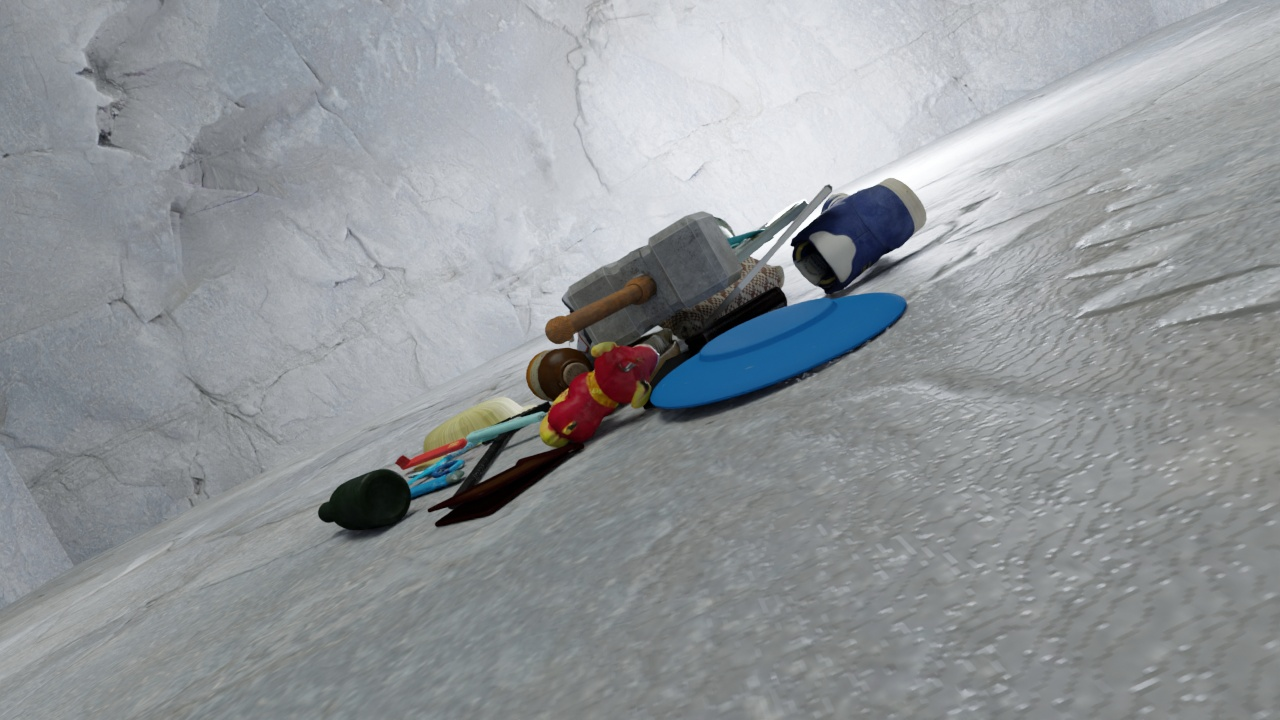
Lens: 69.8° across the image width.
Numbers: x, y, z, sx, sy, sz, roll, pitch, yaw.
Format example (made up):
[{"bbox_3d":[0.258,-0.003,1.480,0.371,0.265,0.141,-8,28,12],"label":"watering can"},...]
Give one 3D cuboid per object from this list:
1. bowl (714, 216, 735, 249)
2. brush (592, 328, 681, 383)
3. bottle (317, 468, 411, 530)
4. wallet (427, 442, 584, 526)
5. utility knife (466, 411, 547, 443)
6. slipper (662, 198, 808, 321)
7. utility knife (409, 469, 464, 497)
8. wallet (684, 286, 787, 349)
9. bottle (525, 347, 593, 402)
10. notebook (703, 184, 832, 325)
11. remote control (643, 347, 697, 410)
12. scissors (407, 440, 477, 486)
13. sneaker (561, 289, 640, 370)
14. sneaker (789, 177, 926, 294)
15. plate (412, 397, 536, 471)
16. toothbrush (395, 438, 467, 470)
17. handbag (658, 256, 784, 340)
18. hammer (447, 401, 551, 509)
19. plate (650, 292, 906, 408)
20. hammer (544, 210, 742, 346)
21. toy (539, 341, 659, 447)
[{"bbox_3d":[0.089,-0.123,1.294,0.157,0.158,0.038,-29,44,-24],"label":"bowl"},{"bbox_3d":[-0.006,0.006,0.983,0.059,0.043,0.194,-23,7,30],"label":"brush"},{"bbox_3d":[-0.297,0.150,0.949,0.055,0.055,0.175,-32,8,-39],"label":"bottle"},{"bbox_3d":[-0.115,0.103,0.788,0.092,0.018,0.115,-20,7,44],"label":"wallet"},{"bbox_3d":[-0.122,0.066,0.995,0.166,0.015,0.022,-17,10,27],"label":"utility knife"},{"bbox_3d":[0.092,-0.126,1.078,0.268,0.055,0.098,-37,7,-16],"label":"slipper"},{"bbox_3d":[-0.268,0.150,1.008,0.222,0.015,0.031,-23,3,34],"label":"utility knife"},{"bbox_3d":[0.102,-0.041,1.005,0.099,0.031,0.120,-28,1,-8],"label":"wallet"},{"bbox_3d":[-0.094,0.018,1.117,0.067,0.068,0.157,-28,7,-15],"label":"bottle"},{"bbox_3d":[0.134,-0.108,1.007,0.142,0.009,0.210,-48,-2,-9],"label":"notebook"},{"bbox_3d":[0.031,0.016,0.898,0.034,0.013,0.149,-24,8,16],"label":"remote control"},{"bbox_3d":[-0.235,0.124,1.086,0.133,0.011,0.140,-31,10,-32],"label":"scissors"},{"bbox_3d":[-0.051,-0.042,1.170,0.088,0.124,0.240,-28,7,-12],"label":"sneaker"},{"bbox_3d":[0.214,-0.123,1.014,0.118,0.091,0.233,-38,7,-6],"label":"sneaker"},{"bbox_3d":[-0.230,0.088,1.233,0.184,0.036,0.184,-26,7,3],"label":"plate"},{"bbox_3d":[-0.264,0.115,1.139,0.213,0.018,0.012,-22,34,54],"label":"toothbrush"},{"bbox_3d":[0.081,-0.087,1.176,0.185,0.047,0.124,-30,43,-30],"label":"handbag"},{"bbox_3d":[-0.155,0.099,0.974,0.095,0.015,0.324,-25,8,5],"label":"hammer"},{"bbox_3d":[0.108,-0.019,0.766,0.224,0.024,0.224,-23,9,4],"label":"plate"},{"bbox_3d":[-0.020,-0.056,0.861,0.163,0.083,0.317,-29,3,22],"label":"hammer"},{"bbox_3d":[-0.046,0.035,0.833,0.138,0.067,0.105,-37,13,34],"label":"toy"}]
